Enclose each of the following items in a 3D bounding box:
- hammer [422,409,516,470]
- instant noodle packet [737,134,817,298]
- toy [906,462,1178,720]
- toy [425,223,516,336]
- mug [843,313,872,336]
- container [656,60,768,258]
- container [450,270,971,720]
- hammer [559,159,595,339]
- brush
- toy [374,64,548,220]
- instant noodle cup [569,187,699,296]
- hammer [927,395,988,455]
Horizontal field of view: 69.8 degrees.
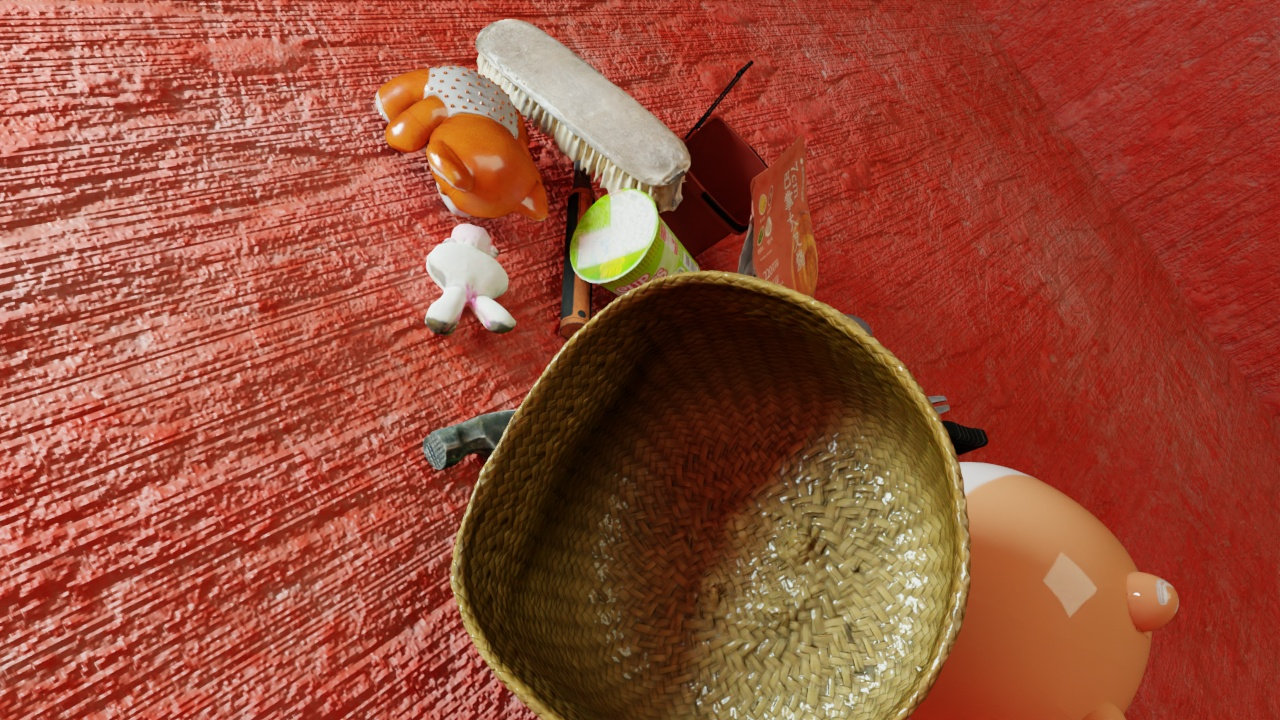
[{"bbox_3d":[-0.050,0.184,0.715,0.130,0.032,0.318,-14,73,-48],"label":"hammer"},{"bbox_3d":[0.142,-0.109,0.966,0.084,0.221,0.163,15,36,22],"label":"instant noodle packet"},{"bbox_3d":[0.327,0.233,0.840,0.265,0.281,0.262,28,82,-32],"label":"toy"},{"bbox_3d":[-0.149,-0.071,0.802,0.079,0.038,0.122,11,54,-23],"label":"toy"},{"bbox_3d":[0.239,0.023,1.081,0.124,0.084,0.103,54,31,-42],"label":"mug"},{"bbox_3d":[0.089,-0.205,0.998,0.127,0.201,0.147,46,40,-7],"label":"container"},{"bbox_3d":[0.062,0.121,0.601,0.196,0.307,0.306,49,26,-58],"label":"container"},{"bbox_3d":[-0.072,-0.158,0.943,0.137,0.035,0.313,24,48,-30],"label":"hammer"},{"bbox_3d":[-0.060,-0.251,0.924,0.271,0.057,0.083,41,61,15],"label":"brush"},{"bbox_3d":[-0.156,-0.194,0.854,0.163,0.093,0.172,14,40,-40],"label":"toy"},{"bbox_3d":[0.002,-0.095,0.884,0.108,0.099,0.098,36,38,-49],"label":"instant noodle cup"},{"bbox_3d":[0.348,0.084,1.088,0.332,0.118,0.025,13,56,-53],"label":"hammer"}]
